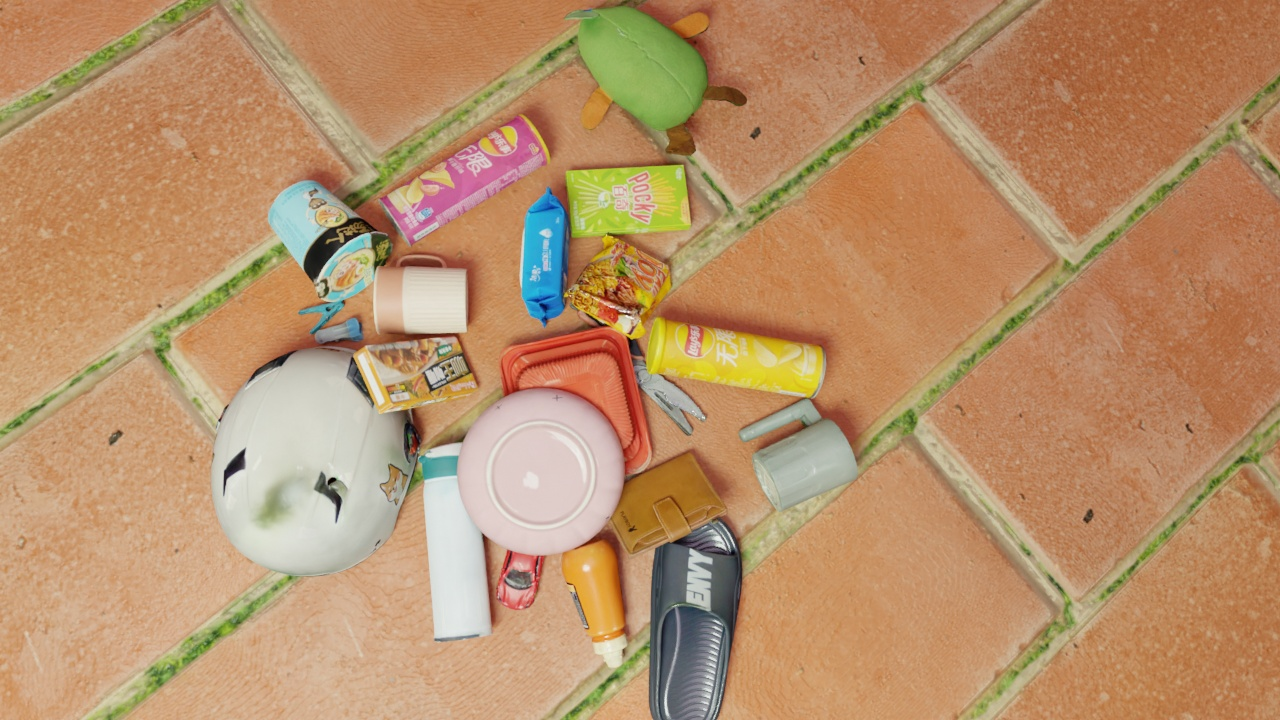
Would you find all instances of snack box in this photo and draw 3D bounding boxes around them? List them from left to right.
[{"bbox_3d":[-0.258,0.015,1.068,0.026,0.153,0.075,-30,81,27],"label":"snack box"},{"bbox_3d":[-0.016,-0.208,1.193,0.156,0.026,0.085,-4,80,-7],"label":"snack box"}]

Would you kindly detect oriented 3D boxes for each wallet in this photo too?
[{"bbox_3d":[0.028,0.177,1.093,0.130,0.035,0.119,-24,42,-11],"label":"wallet"}]

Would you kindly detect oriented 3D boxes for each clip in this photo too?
[{"bbox_3d":[-0.390,-0.058,1.129,0.054,0.013,0.033,-29,84,-9],"label":"clip"},{"bbox_3d":[-0.370,-0.033,1.125,0.058,0.042,0.026,-13,82,-6],"label":"clip"}]

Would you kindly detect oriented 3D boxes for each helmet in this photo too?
[{"bbox_3d":[-0.372,0.103,1.025,0.230,0.157,0.273,9,78,-5],"label":"helmet"}]

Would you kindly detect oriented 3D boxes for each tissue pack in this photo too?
[{"bbox_3d":[-0.118,-0.125,1.131,0.052,0.095,0.157,3,78,0],"label":"tissue pack"}]

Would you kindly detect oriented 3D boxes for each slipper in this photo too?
[{"bbox_3d":[0.068,0.306,1.071,0.110,0.083,0.268,7,78,-7],"label":"slipper"}]

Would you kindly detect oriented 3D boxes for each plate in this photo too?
[{"bbox_3d":[-0.112,0.127,1.037,0.192,0.039,0.192,0,90,-5],"label":"plate"}]

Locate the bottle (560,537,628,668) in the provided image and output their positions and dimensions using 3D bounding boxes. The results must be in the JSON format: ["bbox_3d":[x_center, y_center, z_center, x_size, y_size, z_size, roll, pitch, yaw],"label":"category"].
[{"bbox_3d":[-0.047,0.287,1.076,0.066,0.067,0.149,-14,88,-9],"label":"bottle"}]

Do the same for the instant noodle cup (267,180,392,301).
[{"bbox_3d":[-0.381,-0.150,1.106,0.111,0.111,0.120,-43,79,-12],"label":"instant noodle cup"}]

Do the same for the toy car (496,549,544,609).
[{"bbox_3d":[-0.139,0.242,1.088,0.049,0.031,0.106,14,79,-2],"label":"toy car"}]

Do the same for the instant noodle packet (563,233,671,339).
[{"bbox_3d":[-0.022,-0.095,1.141,0.111,0.044,0.128,31,46,-1],"label":"instant noodle packet"}]

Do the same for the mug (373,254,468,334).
[{"bbox_3d":[-0.265,-0.084,1.121,0.106,0.082,0.114,0,49,-8],"label":"mug"}]

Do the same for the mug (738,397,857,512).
[{"bbox_3d":[0.191,0.114,1.132,0.103,0.084,0.124,-24,55,-9],"label":"mug"}]

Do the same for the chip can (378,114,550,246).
[{"bbox_3d":[-0.220,-0.227,1.151,0.210,0.071,0.071,-34,84,-11],"label":"chip can"}]

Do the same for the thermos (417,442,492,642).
[{"bbox_3d":[-0.213,0.208,1.069,0.073,0.073,0.224,-6,79,-7],"label":"thermos"}]

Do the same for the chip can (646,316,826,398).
[{"bbox_3d":[0.117,-0.002,1.136,0.213,0.072,0.072,10,78,-8],"label":"chip can"}]

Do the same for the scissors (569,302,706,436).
[{"bbox_3d":[-0.017,0.017,1.154,0.206,0.015,0.201,-6,79,-9],"label":"scissors"}]

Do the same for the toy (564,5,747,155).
[{"bbox_3d":[0.013,-0.376,1.199,0.246,0.090,0.226,45,77,7],"label":"toy"}]

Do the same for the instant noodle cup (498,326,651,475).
[{"bbox_3d":[-0.077,0.060,1.100,0.164,0.079,0.189,-14,91,-5],"label":"instant noodle cup"}]
